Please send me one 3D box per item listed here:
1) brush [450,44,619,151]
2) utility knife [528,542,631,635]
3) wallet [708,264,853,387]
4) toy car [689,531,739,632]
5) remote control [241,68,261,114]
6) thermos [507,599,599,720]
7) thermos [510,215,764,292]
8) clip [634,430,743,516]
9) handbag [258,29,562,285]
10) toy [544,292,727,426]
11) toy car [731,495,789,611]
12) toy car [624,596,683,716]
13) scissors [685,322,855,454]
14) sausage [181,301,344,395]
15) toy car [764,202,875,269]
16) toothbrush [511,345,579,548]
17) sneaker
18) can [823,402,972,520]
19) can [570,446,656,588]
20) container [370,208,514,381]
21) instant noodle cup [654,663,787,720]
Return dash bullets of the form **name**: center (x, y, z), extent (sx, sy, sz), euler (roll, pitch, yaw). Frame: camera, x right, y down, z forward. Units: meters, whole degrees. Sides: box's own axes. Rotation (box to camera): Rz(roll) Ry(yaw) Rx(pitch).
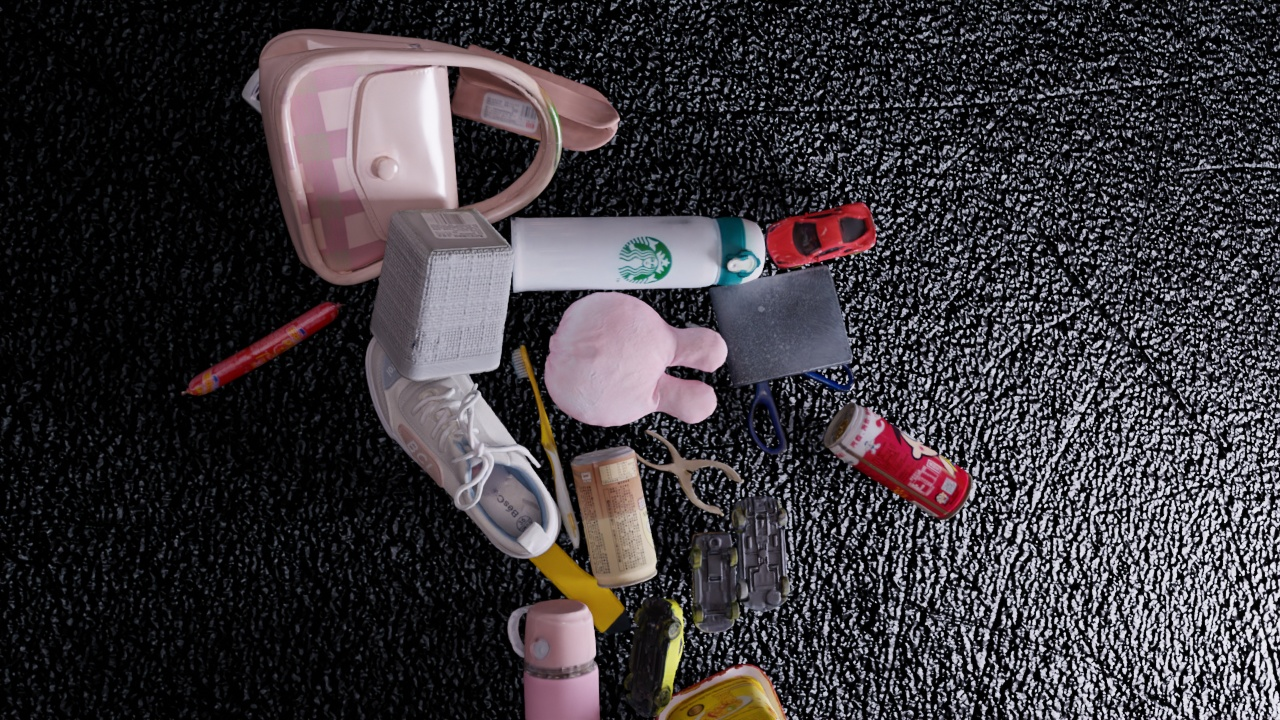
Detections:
- **brush**: center (-0.090, -0.227, 0.811), extent (0.145, 0.073, 0.063), euler (17, 85, -9)
- **utility knife**: center (-0.066, 0.192, 0.832), extent (0.033, 0.015, 0.154), euler (-44, 94, -14)
- **wallet**: center (0.132, -0.033, 0.856), extent (0.120, 0.019, 0.097), euler (-12, 84, -9)
- **toy car**: center (0.066, 0.202, 0.840), extent (0.042, 0.035, 0.090), euler (-2, 89, -7)
- **remote control**: center (-0.277, -0.204, 0.809), extent (0.150, 0.021, 0.058), euler (41, 83, -6)
- **thermos**: center (-0.077, 0.312, 0.803), extent (0.087, 0.067, 0.198), euler (-3, 92, 31)
- **thermos**: center (-0.002, -0.095, 0.819), extent (0.224, 0.073, 0.073), euler (-2, 88, -8)
- **clip**: center (0.039, 0.114, 0.840), extent (0.104, 0.035, 0.084), euler (13, 86, -3)
- **handbag**: center (-0.179, -0.173, 0.754), extent (0.233, 0.093, 0.194), euler (-12, 130, -19)
- **toy**: center (-0.005, 0.005, 0.826), extent (0.159, 0.054, 0.121), euler (13, 94, -7)
- **toy car**: center (0.110, 0.178, 0.849), extent (0.049, 0.031, 0.105), euler (-2, 87, -8)
- **toy car**: center (0.015, 0.267, 0.828), extent (0.032, 0.048, 0.105), euler (14, 85, -41)
- **scissors**: center (0.123, 0.007, 0.866), extent (0.175, 0.012, 0.162), euler (6, 87, -6)
- **sausage**: center (-0.327, -0.009, 0.798), extent (0.155, 0.020, 0.020), euler (-32, 93, -8)
- **toy car**: center (0.170, -0.118, 0.867), extent (0.106, 0.031, 0.049), euler (-13, 89, -6)
- **toothbrush**: center (-0.086, 0.079, 0.832), extent (0.018, 0.016, 0.191), euler (-15, 90, 2)
- **sneaker**: center (-0.156, 0.069, 0.779), extent (0.089, 0.091, 0.242), euler (-38, 87, -9)
- **can**: center (0.240, 0.094, 0.859), extent (0.132, 0.053, 0.053), euler (32, 84, -6)
- **can**: center (-0.023, 0.138, 0.817), extent (0.058, 0.058, 0.116), euler (-11, 90, -9)
- **container**: center (-0.161, -0.058, 0.752), extent (0.090, 0.090, 0.114), euler (-10, 131, -36)
- **instant noodle cup**: center (0.084, 0.343, 0.794), extent (0.116, 0.124, 0.116), euler (-23, 92, -8)
